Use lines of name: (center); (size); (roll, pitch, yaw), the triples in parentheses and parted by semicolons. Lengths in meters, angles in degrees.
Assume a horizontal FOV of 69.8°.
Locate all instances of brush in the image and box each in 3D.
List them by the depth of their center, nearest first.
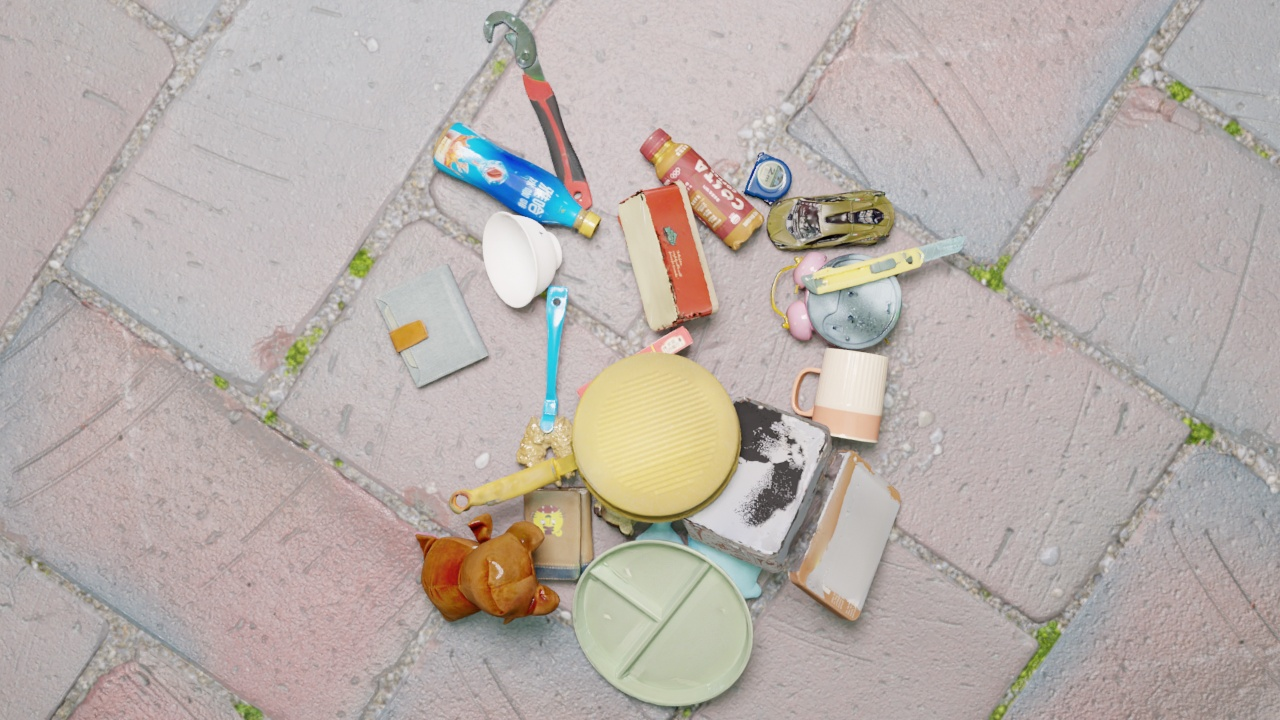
brush: (-0.110, 0.034, 1.152); (0.083, 0.046, 0.255); (4, 97, 4)

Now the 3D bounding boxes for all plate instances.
plate: (0.027, 0.323, 1.139); (0.230, 0.027, 0.230); (5, 108, 14)

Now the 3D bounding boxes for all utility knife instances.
utility knife: (0.295, -0.116, 1.108); (0.204, 0.021, 0.031); (-16, 97, -5)

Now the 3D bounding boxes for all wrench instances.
wrench: (-0.124, -0.317, 1.162); (0.056, 0.016, 0.273); (-24, 91, 5)

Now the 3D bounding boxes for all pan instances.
pan: (-0.058, 0.114, 1.071); (0.357, 0.078, 0.197); (-17, 75, -3)

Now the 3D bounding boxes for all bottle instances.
bottle: (-0.150, -0.217, 1.140); (0.218, 0.065, 0.065); (30, 91, 0)
bottle: (0.074, -0.215, 1.142); (0.175, 0.057, 0.057); (44, 91, 0)

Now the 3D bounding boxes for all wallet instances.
wallet: (-0.266, -0.043, 1.161); (0.106, 0.037, 0.129); (-24, 91, 0)
wallet: (-0.104, 0.220, 1.170); (0.090, 0.033, 0.115); (-1, 88, 2)

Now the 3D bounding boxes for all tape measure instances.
tape measure: (0.162, -0.228, 1.157); (0.054, 0.025, 0.058); (22, 96, -2)

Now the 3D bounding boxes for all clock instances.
clock: (0.241, -0.076, 1.144); (0.158, 0.060, 0.117); (9, 92, -1)

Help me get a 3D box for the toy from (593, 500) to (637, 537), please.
toy: (0.006, 0.144, 1.156); (0.105, 0.066, 0.157); (34, 87, 32)

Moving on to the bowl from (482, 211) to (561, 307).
bowl: (-0.137, -0.130, 1.136); (0.064, 0.119, 0.118); (-18, 92, -36)

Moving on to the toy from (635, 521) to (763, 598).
toy: (0.085, 0.244, 1.157); (0.156, 0.049, 0.161); (-28, 99, 7)

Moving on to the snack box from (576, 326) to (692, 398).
snack box: (-0.007, 0.007, 1.140); (0.153, 0.075, 0.025); (-31, 91, 1)

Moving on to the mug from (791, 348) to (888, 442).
mug: (0.246, 0.041, 1.143); (0.115, 0.081, 0.106); (9, 90, 30)

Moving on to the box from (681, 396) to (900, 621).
box: (0.191, 0.176, 1.101); (0.270, 0.134, 0.179); (30, 70, -5)

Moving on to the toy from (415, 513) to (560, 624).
toy: (-0.193, 0.258, 1.122); (0.200, 0.130, 0.140); (-16, 86, 35)

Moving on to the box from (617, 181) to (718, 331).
box: (0.024, -0.124, 1.121); (0.076, 0.091, 0.168); (-16, 91, -26)

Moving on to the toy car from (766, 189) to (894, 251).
toy car: (0.238, -0.174, 1.151); (0.158, 0.042, 0.070); (-6, 91, 3)
